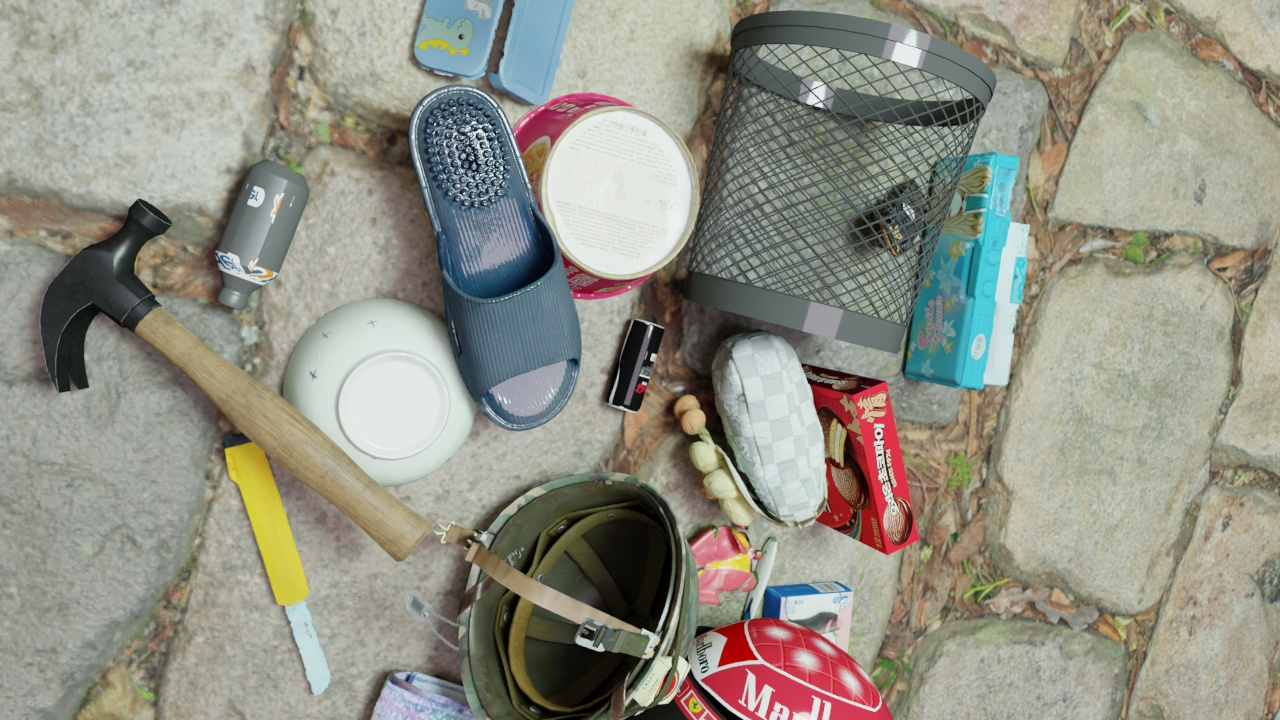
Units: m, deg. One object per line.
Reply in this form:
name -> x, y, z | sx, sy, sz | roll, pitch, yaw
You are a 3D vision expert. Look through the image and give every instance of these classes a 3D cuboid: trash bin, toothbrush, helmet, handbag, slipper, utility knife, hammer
trash bin -> 0.155, -0.139, 0.772 | 0.217, 0.218, 0.227 | 12, 96, -24
toothbrush -> 0.108, 0.265, 0.911 | 0.017, 0.016, 0.189 | 16, 91, -34
helmet -> -0.053, 0.196, 0.725 | 0.223, 0.193, 0.236 | -52, 144, -24
handbag -> 0.097, 0.061, 0.828 | 0.123, 0.112, 0.171 | -14, 95, 2
slipper -> -0.099, -0.071, 0.672 | 0.101, 0.082, 0.264 | -18, 104, -17
handbag -> -0.182, 0.352, 0.773 | 0.126, 0.069, 0.158 | 24, 87, -10
utility knife -> -0.284, 0.163, 0.726 | 0.030, 0.019, 0.228 | -16, 99, -15
hammer -> -0.279, 0.037, 0.653 | 0.305, 0.040, 0.132 | 42, 90, -6
helmet -> 0.098, 0.338, 0.802 | 0.271, 0.197, 0.225 | 24, 100, -5

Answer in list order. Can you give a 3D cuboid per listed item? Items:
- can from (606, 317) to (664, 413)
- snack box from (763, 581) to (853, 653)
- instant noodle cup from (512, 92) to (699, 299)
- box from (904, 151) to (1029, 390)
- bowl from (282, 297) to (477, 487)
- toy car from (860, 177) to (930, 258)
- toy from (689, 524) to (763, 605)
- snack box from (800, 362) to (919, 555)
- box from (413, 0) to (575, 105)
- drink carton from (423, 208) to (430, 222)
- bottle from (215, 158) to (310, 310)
can -> -0.005, 0.005, 0.817 | 0.031, 0.031, 0.080 | 17, 90, -24
snack box -> 0.164, 0.305, 0.930 | 0.088, 0.033, 0.154 | 1, 97, -23
instant noodle cup -> -0.028, -0.137, 0.764 | 0.178, 0.078, 0.179 | -3, 98, -23
box -> 0.352, -0.084, 0.925 | 0.117, 0.097, 0.227 | 5, 95, -22
bowl -> -0.197, 0.029, 0.716 | 0.153, 0.073, 0.153 | -3, 98, -21
toy car -> 0.246, -0.137, 0.899 | 0.111, 0.047, 0.047 | -45, 115, -43
toy -> 0.071, 0.195, 0.871 | 0.103, 0.046, 0.084 | -29, 121, -12
snack box -> 0.187, 0.087, 0.855 | 0.035, 0.133, 0.152 | -20, 104, -20
box -> -0.099, -0.317, 0.726 | 0.122, 0.047, 0.209 | 15, 90, -26
drink carton -> -0.127, -0.081, 0.739 | 0.041, 0.058, 0.122 | -31, 108, -17
bottle -> -0.283, -0.091, 0.677 | 0.047, 0.047, 0.112 | 21, 88, -24
